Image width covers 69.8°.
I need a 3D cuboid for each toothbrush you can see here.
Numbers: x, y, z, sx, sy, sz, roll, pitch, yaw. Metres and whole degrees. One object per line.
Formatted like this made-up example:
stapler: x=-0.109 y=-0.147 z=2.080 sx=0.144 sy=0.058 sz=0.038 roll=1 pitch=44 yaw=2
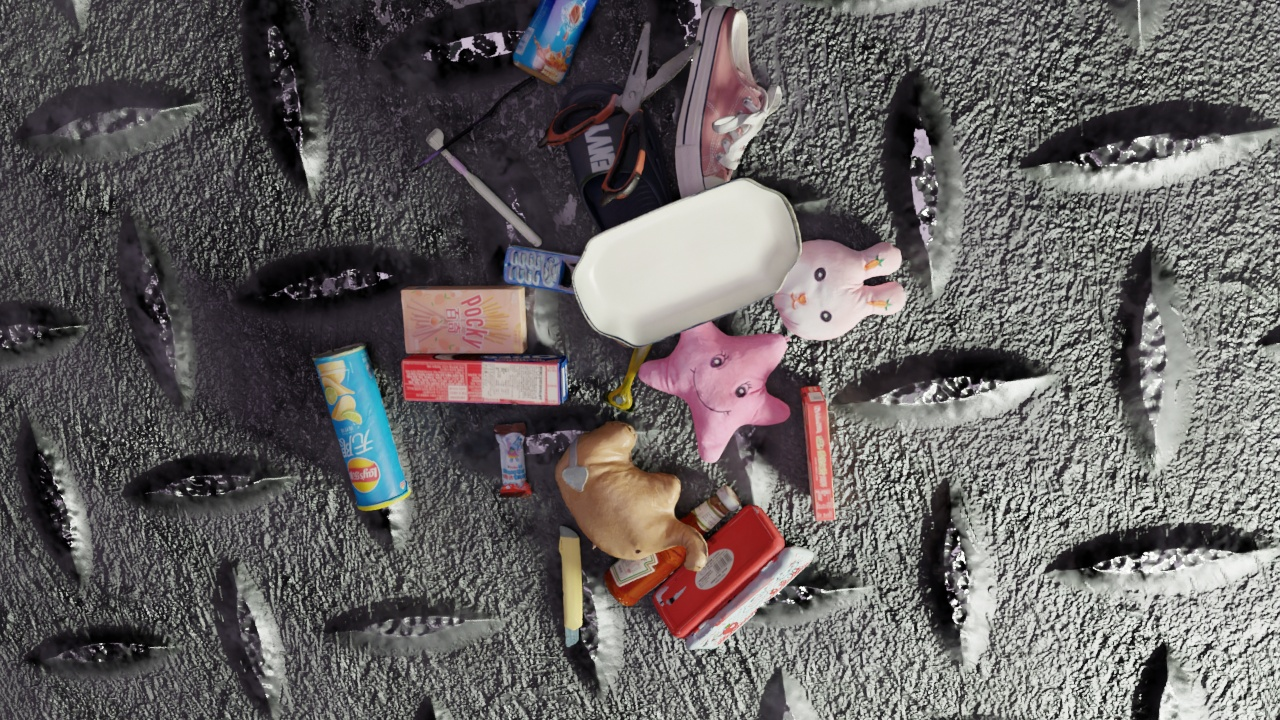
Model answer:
toothbrush: x=-0.191 y=-0.211 z=1.137 sx=0.189 sy=0.020 sz=0.029 roll=45 pitch=135 yaw=-6
toothbrush: x=-0.201 y=-0.283 z=1.111 sx=0.189 sy=0.014 sz=0.017 roll=-36 pitch=112 yaw=5

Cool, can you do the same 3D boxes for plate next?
plate: x=0.052 y=-0.116 z=1.058 sx=0.266 sy=0.034 sz=0.162 roll=-22 pitch=123 yaw=5

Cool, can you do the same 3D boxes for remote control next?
remote control: x=-0.107 y=-0.112 z=1.147 sx=0.125 sy=0.024 sz=0.049 roll=10 pitch=105 yaw=4

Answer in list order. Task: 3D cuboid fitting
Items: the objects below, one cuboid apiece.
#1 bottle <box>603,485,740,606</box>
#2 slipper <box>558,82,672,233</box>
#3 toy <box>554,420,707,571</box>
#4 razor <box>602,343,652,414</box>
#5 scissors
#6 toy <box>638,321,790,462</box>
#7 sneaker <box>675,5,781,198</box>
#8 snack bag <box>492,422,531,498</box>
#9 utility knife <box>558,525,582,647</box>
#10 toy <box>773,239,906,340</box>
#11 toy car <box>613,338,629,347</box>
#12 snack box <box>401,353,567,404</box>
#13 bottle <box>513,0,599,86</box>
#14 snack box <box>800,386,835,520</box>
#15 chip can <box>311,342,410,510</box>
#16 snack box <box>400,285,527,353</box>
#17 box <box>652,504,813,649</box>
bottle: x=0.043 y=0.238 z=1.197 sx=0.206 sy=0.059 sz=0.060 roll=-41 pitch=95 yaw=10
slipper: x=-0.018 y=-0.203 z=1.078 sx=0.111 sy=0.083 sz=0.268 roll=-20 pitch=94 yaw=9
toy: x=-0.013 y=0.188 z=1.164 sx=0.144 sy=0.082 sz=0.226 roll=-44 pitch=82 yaw=20
razor: x=-0.007 y=0.007 z=1.150 sx=0.043 sy=0.028 sz=0.133 roll=26 pitch=117 yaw=4
scissors: x=-0.018 y=-0.278 z=1.030 sx=0.225 sy=0.015 sz=0.189 roll=-28 pitch=66 yaw=17
toy: x=0.101 y=0.012 z=1.125 sx=0.179 sy=0.074 sz=0.194 roll=-34 pitch=97 yaw=8
sneaker: x=0.101 y=-0.278 z=1.043 sx=0.088 sy=0.118 sz=0.241 roll=12 pitch=100 yaw=25
snack bag: x=-0.168 y=0.133 z=1.213 sx=0.045 sy=0.026 sz=0.105 roll=-2 pitch=101 yaw=11
utility knife: x=-0.095 y=0.310 z=1.249 sx=0.031 sy=0.019 sz=0.179 roll=2 pitch=98 yaw=11
toy: x=0.237 y=-0.089 z=1.098 sx=0.159 sy=0.054 sz=0.121 roll=-12 pitch=102 yaw=2
toy car: x=-0.003 y=-0.059 z=1.142 sx=0.042 sy=0.035 sz=0.090 roll=37 pitch=102 yaw=-5
snack box: x=-0.196 y=0.023 z=1.174 sx=0.207 sy=0.057 sz=0.058 roll=2 pitch=101 yaw=7
bottle: x=-0.074 y=-0.427 z=1.047 sx=0.065 sy=0.065 sz=0.219 roll=28 pitch=104 yaw=0
snack box: x=0.219 y=0.114 z=1.134 sx=0.025 sy=0.075 sz=0.153 roll=-5 pitch=102 yaw=7
chip can: x=-0.364 y=0.086 z=1.203 sx=0.071 sy=0.071 sz=0.210 roll=-11 pitch=102 yaw=9
snack box: x=-0.225 y=-0.052 z=1.175 sx=0.157 sy=0.026 sz=0.084 roll=0 pitch=103 yaw=7
box: x=0.121 y=0.287 z=1.208 sx=0.201 sy=0.100 sz=0.094 roll=-46 pitch=53 yaw=16
